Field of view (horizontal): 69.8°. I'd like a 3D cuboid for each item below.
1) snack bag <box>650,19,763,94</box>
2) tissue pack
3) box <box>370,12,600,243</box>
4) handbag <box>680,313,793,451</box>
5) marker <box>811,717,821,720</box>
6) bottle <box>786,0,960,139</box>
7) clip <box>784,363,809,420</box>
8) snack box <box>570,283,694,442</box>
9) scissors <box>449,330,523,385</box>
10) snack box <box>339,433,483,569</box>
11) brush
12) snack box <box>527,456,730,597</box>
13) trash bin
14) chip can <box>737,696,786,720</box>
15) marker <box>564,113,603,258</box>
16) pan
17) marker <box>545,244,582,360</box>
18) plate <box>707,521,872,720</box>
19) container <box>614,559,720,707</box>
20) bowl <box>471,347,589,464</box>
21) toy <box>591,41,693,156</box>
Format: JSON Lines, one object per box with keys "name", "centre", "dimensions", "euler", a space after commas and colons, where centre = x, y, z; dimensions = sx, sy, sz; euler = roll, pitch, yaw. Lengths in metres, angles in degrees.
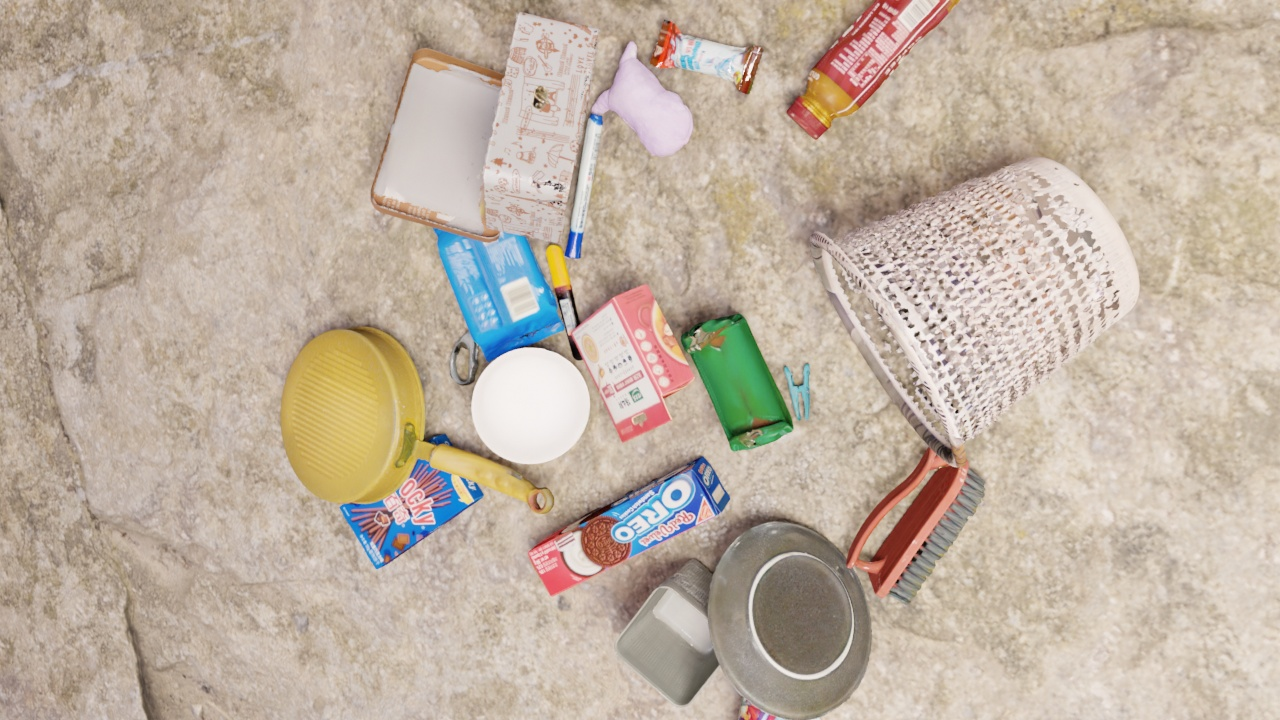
{"name": "snack bag", "centre": [0.064, -0.293, 0.887], "dimensions": [0.104, 0.026, 0.048], "euler": [24, 113, 15]}
{"name": "tissue pack", "centre": [-0.148, -0.086, 0.951], "dimensions": [0.095, 0.052, 0.157], "euler": [-23, 88, -3]}
{"name": "box", "centre": [-0.150, -0.225, 0.866], "dimensions": [0.192, 0.157, 0.182], "euler": [11, 74, -7]}
{"name": "handbag", "centre": [0.086, 0.021, 0.859], "dimensions": [0.068, 0.120, 0.131], "euler": [-24, 85, 12]}
{"name": "marker", "centre": [0.162, 0.346, 0.917], "dimensions": [0.017, 0.017, 0.145], "euler": [-37, 83, 17]}
{"name": "bottle", "centre": [0.206, -0.277, 0.825], "dimensions": [0.057, 0.057, 0.175], "euler": [46, 106, 9]}
{"name": "clip", "centre": [0.156, 0.031, 0.893], "dimensions": [0.049, 0.015, 0.057], "euler": [-5, 94, 16]}
{"name": "snack box", "centre": [-0.005, 0.005, 0.895], "dimensions": [0.127, 0.044, 0.113], "euler": [64, 150, 3]}
{"name": "scissors", "centre": [-0.169, -0.049, 0.991], "dimensions": [0.159, 0.014, 0.171], "euler": [43, 104, 10]}
{"name": "snack box", "centre": [-0.259, 0.159, 1.031], "dimensions": [0.157, 0.026, 0.084], "euler": [-36, 83, 18]}
{"name": "brush", "centre": [0.253, 0.147, 0.845], "dimensions": [0.069, 0.063, 0.146], "euler": [32, 103, -1]}
{"name": "snack box", "centre": [-0.013, 0.169, 0.937], "dimensions": [0.208, 0.058, 0.057], "euler": [-29, 88, 18]}
{"name": "trash bin", "centre": [0.278, -0.056, 0.755], "dimensions": [0.192, 0.227, 0.227], "euler": [-32, 85, 5]}
{"name": "chip can", "centre": [0.118, 0.399, 0.897], "dimensions": [0.071, 0.071, 0.215], "euler": [15, 105, 16]}
{"name": "marker", "centre": [-0.057, -0.176, 0.934], "dimensions": [0.017, 0.016, 0.146], "euler": [15, 104, 16]}
{"name": "pan", "centre": [-0.247, 0.087, 0.984], "dimensions": [0.358, 0.078, 0.198], "euler": [22, 101, 31]}
{"name": "marker", "centre": [-0.077, -0.060, 0.960], "dimensions": [0.018, 0.015, 0.124], "euler": [-12, 94, 20]}
{"name": "plate", "centre": [0.144, 0.235, 0.844], "dimensions": [0.179, 0.179, 0.024], "euler": [57, 148, 6]}
{"name": "container", "centre": [0.046, 0.258, 0.895], "dimensions": [0.090, 0.114, 0.090], "euler": [38, 105, 11]}
{"name": "bowl", "centre": [-0.115, 0.042, 0.946], "dimensions": [0.118, 0.065, 0.118], "euler": [-1, 98, -11]}
{"name": "toy", "centre": [0.005, -0.246, 0.904], "dimensions": [0.108, 0.038, 0.084], "euler": [44, 124, 9]}
